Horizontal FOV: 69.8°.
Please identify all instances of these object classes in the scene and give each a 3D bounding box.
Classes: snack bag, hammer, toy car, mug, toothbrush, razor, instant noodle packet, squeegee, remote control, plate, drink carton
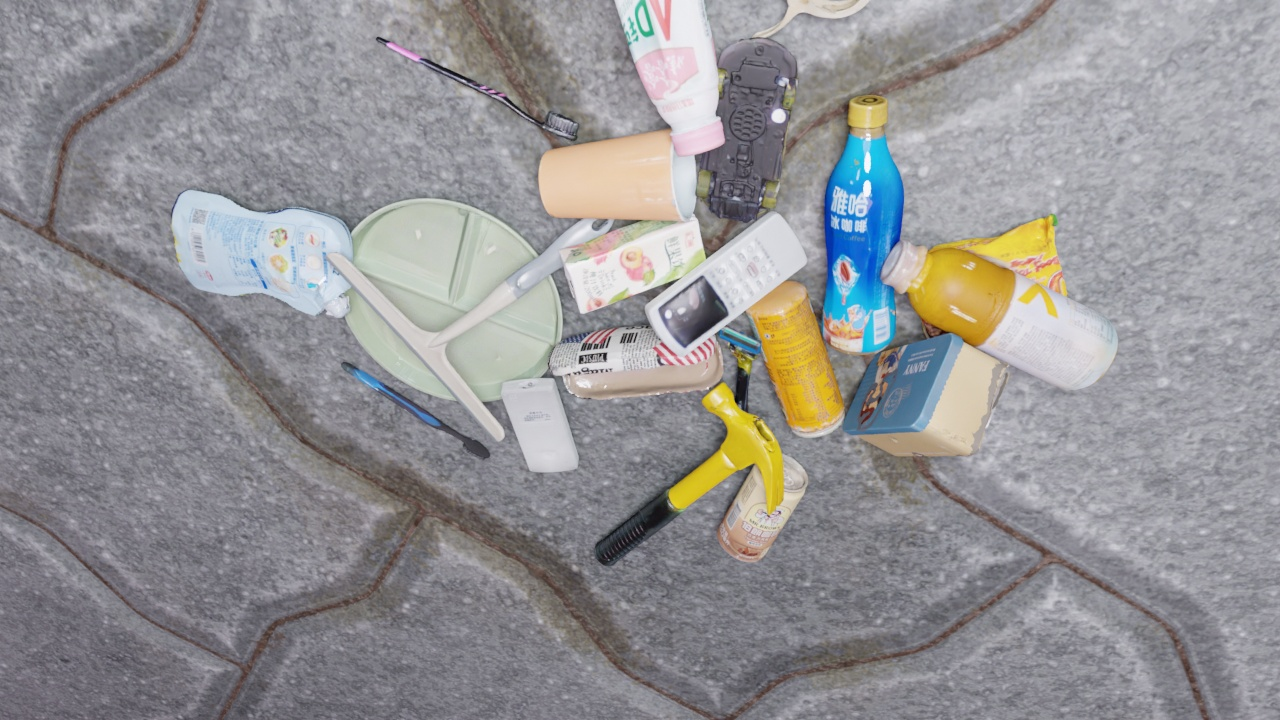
[{"bbox_3d":[-0.366,-0.103,0.899,0.191,0.038,0.110,11,112,13],"label":"snack bag"},{"bbox_3d":[0.039,0.147,0.966,0.129,0.032,0.302,51,132,6],"label":"hammer"},{"bbox_3d":[0.088,-0.186,0.752,0.070,0.042,0.158,11,127,4],"label":"toy car"},{"bbox_3d":[-0.020,-0.155,0.782,0.123,0.078,0.078,0,124,19],"label":"mug"},{"bbox_3d":[-0.138,-0.236,0.787,0.189,0.014,0.018,26,115,-5],"label":"toothbrush"},{"bbox_3d":[-0.247,0.056,1.008,0.189,0.014,0.016,34,147,-10],"label":"toothbrush"},{"bbox_3d":[0.098,0.014,0.880,0.043,0.022,0.143,27,150,23],"label":"razor"},{"bbox_3d":[0.302,-0.062,0.790,0.129,0.044,0.111,-14,124,20],"label":"instant noodle packet"},{"bbox_3d":[-0.123,-0.063,0.844,0.247,0.039,0.246,-33,111,16],"label":"squeegee"},{"bbox_3d":[0.076,-0.066,0.807,0.150,0.021,0.058,-38,113,-2],"label":"remote control"},{"bbox_3d":[-0.104,0.070,0.964,0.056,0.019,0.135,-5,136,8],"label":"remote control"},{"bbox_3d":[-0.187,-0.058,0.909,0.230,0.027,0.231,6,124,9],"label":"plate"},{"bbox_3d":[-0.007,-0.090,0.811,0.122,0.045,0.053,-21,123,-6],"label":"drink carton"}]

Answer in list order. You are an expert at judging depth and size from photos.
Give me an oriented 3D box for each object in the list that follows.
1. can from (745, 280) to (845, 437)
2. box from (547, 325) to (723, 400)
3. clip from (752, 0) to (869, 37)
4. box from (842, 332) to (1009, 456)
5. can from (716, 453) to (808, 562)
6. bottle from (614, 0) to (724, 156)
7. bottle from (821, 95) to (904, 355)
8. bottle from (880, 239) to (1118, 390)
[{"bbox_3d":[0.146,0.000,0.856,0.058,0.058,0.146,-13,120,20],"label":"can"},{"bbox_3d":[-0.005,0.005,0.875,0.162,0.086,0.075,-3,100,14],"label":"box"},{"bbox_3d":[0.127,-0.276,0.692,0.100,0.034,0.072,-5,123,25],"label":"clip"},{"bbox_3d":[0.242,0.034,0.786,0.062,0.089,0.184,26,169,-3],"label":"box"},{"bbox_3d":[0.127,0.155,0.965,0.058,0.058,0.117,22,125,-3],"label":"can"},{"bbox_3d":[0.019,-0.254,0.688,0.068,0.068,0.197,-11,110,19],"label":"bottle"},{"bbox_3d":[0.185,-0.110,0.769,0.065,0.065,0.219,1,123,12],"label":"bottle"},{"bbox_3d":[0.285,-0.040,0.739,0.189,0.067,0.068,25,125,-4],"label":"bottle"}]
